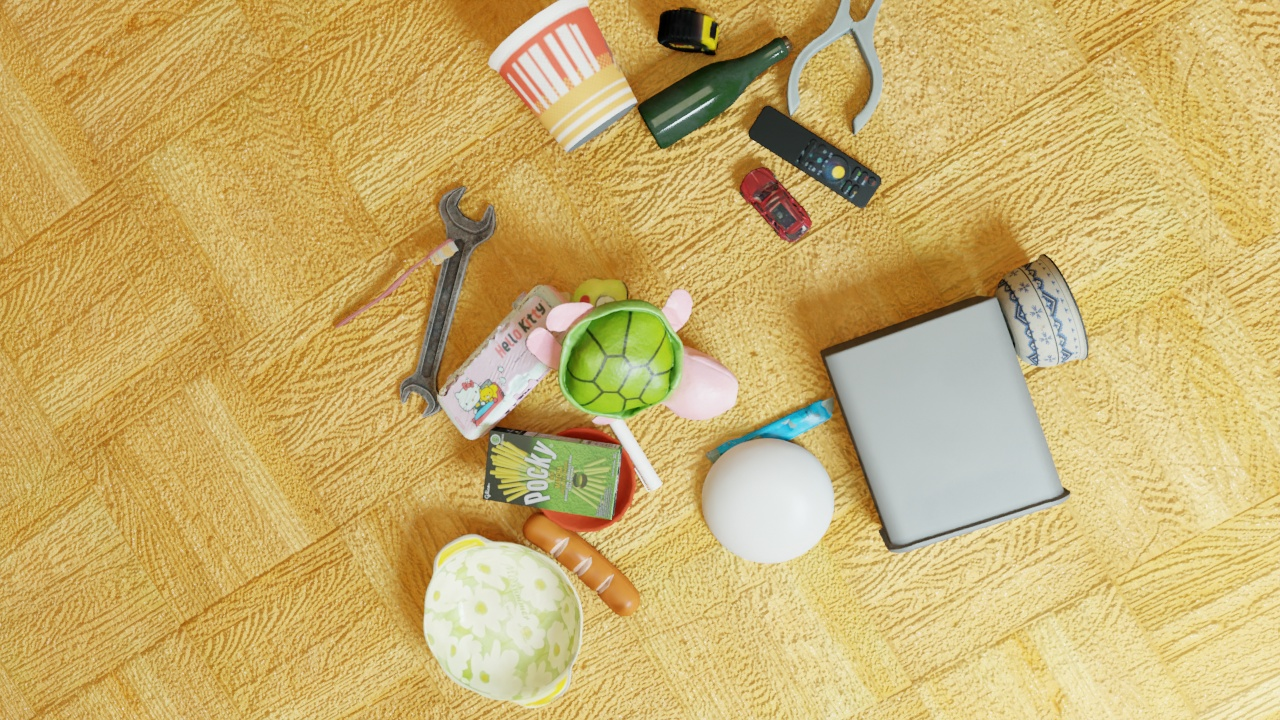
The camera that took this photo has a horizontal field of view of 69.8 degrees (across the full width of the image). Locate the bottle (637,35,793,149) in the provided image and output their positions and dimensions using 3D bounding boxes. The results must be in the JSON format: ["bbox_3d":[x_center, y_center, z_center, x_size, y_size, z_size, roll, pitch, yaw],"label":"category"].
[{"bbox_3d":[0.084,-0.294,0.984,0.174,0.055,0.055,-30,92,8],"label":"bottle"}]

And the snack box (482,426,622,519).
[{"bbox_3d":[-0.099,0.126,1.030,0.147,0.025,0.080,8,97,6],"label":"snack box"}]

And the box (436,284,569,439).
[{"bbox_3d":[-0.149,0.002,1.029,0.203,0.044,0.086,-44,83,22],"label":"box"}]

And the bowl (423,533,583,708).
[{"bbox_3d":[-0.156,0.296,1.077,0.188,0.060,0.219,-31,93,9],"label":"bowl"}]

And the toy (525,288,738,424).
[{"bbox_3d":[-0.006,0.006,0.980,0.238,0.087,0.190,22,113,-26],"label":"toy"}]

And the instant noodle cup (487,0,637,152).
[{"bbox_3d":[-0.075,-0.299,0.975,0.123,0.123,0.121,-33,99,9],"label":"instant noodle cup"}]

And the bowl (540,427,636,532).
[{"bbox_3d":[-0.064,0.134,1.059,0.122,0.035,0.122,1,96,7],"label":"bowl"}]

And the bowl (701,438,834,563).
[{"bbox_3d":[0.142,0.164,1.025,0.149,0.043,0.149,1,103,6],"label":"bowl"}]

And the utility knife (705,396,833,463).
[{"bbox_3d":[0.149,0.083,1.038,0.158,0.015,0.031,-28,97,8],"label":"utility knife"}]

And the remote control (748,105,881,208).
[{"bbox_3d":[0.189,-0.221,0.997,0.152,0.020,0.041,33,99,1],"label":"remote control"}]

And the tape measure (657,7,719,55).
[{"bbox_3d":[0.049,-0.353,0.977,0.067,0.062,0.038,9,97,7],"label":"tape measure"}]

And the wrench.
[{"bbox_3d":[-0.228,-0.066,1.070,0.070,0.010,0.273,17,98,5],"label":"wrench"}]

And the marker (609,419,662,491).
[{"bbox_3d":[-0.017,0.092,1.058,0.020,0.017,0.133,-31,92,10],"label":"marker"}]

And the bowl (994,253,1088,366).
[{"bbox_3d":[0.405,-0.045,0.942,0.059,0.115,0.115,-21,93,12],"label":"bowl"}]

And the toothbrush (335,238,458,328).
[{"bbox_3d":[-0.286,-0.085,1.067,0.185,0.015,0.015,-32,90,15],"label":"toothbrush"}]

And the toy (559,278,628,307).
[{"bbox_3d":[-0.060,-0.043,1.035,0.115,0.046,0.092,-14,97,16],"label":"toy"}]

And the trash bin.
[{"bbox_3d":[0.316,0.065,0.975,0.192,0.097,0.220,-20,92,9],"label":"trash bin"}]

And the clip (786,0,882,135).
[{"bbox_3d":[0.190,-0.334,0.979,0.143,0.029,0.172,8,97,5],"label":"clip"}]

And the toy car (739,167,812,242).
[{"bbox_3d":[0.147,-0.170,1.001,0.042,0.036,0.091,-41,85,10],"label":"toy car"}]

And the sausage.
[{"bbox_3d":[-0.067,0.235,1.066,0.164,0.044,0.039,40,124,1],"label":"sausage"}]
